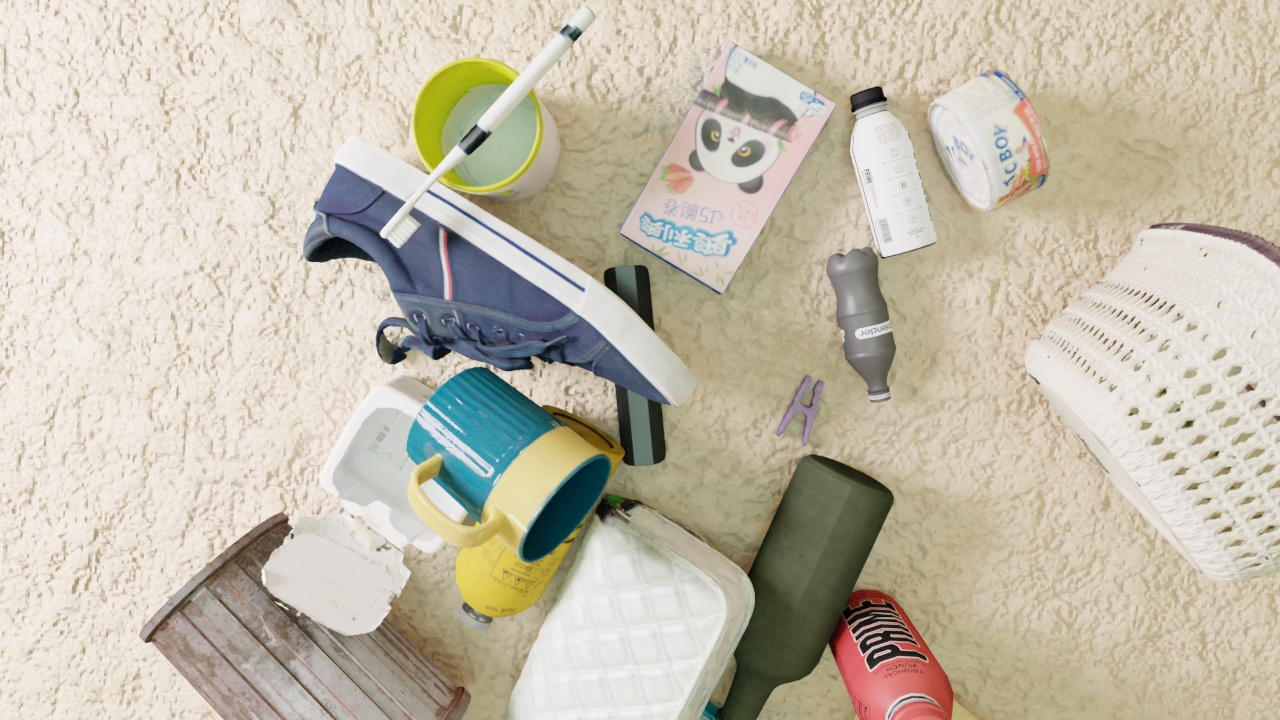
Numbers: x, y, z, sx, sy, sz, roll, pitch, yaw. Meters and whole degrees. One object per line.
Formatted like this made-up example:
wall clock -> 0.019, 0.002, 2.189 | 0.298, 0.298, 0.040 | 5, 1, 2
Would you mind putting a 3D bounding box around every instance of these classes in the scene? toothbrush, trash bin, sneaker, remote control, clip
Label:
toothbrush -> -0.092, -0.140, 0.557 | 0.017, 0.012, 0.187 | 42, 97, -15
trash bin -> -0.228, 0.226, 0.652 | 0.131, 0.130, 0.211 | -44, 91, 6
sneaker -> -0.106, -0.028, 0.624 | 0.294, 0.121, 0.127 | 30, 86, 7
remote control -> -0.004, 0.004, 0.674 | 0.033, 0.015, 0.147 | -5, 96, 3
clip -> 0.120, 0.037, 0.674 | 0.033, 0.013, 0.051 | 24, 94, -2

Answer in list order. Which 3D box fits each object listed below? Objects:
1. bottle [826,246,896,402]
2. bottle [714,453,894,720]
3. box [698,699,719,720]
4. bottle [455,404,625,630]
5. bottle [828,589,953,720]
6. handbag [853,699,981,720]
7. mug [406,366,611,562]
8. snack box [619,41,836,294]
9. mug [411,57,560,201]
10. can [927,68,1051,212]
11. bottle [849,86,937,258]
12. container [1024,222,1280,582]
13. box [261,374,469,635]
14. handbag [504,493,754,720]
bottle -> 0.160, -0.024, 0.653 | 0.036, 0.036, 0.110 | -13, 95, 4
bottle -> 0.108, 0.173, 0.659 | 0.071, 0.071, 0.207 | 23, 97, 0
box -> 0.005, 0.366, 0.700 | 0.094, 0.039, 0.227 | 38, 96, -1
bottle -> -0.082, 0.120, 0.662 | 0.071, 0.071, 0.164 | 30, 96, -1
bottle -> 0.167, 0.210, 0.607 | 0.062, 0.176, 0.062 | 0, 96, 2
handbag -> 0.214, 0.291, 0.647 | 0.119, 0.111, 0.081 | 36, 105, -1
mug -> -0.093, 0.069, 0.574 | 0.107, 0.113, 0.083 | 37, 129, 18
snack box -> 0.060, -0.134, 0.648 | 0.088, 0.033, 0.154 | 30, 97, 0
mug -> -0.099, -0.150, 0.616 | 0.082, 0.106, 0.082 | 0, 96, 2
can -> 0.231, -0.145, 0.613 | 0.043, 0.086, 0.086 | -27, 94, 5
bottle -> 0.172, -0.132, 0.639 | 0.041, 0.041, 0.116 | -16, 95, 4
container -> 0.342, 0.020, 0.555 | 0.143, 0.251, 0.185 | -36, 92, 15
box -> -0.183, 0.104, 0.656 | 0.111, 0.101, 0.188 | 31, 76, 0
handbag -> -0.010, 0.210, 0.658 | 0.139, 0.072, 0.195 | 30, 98, 31
